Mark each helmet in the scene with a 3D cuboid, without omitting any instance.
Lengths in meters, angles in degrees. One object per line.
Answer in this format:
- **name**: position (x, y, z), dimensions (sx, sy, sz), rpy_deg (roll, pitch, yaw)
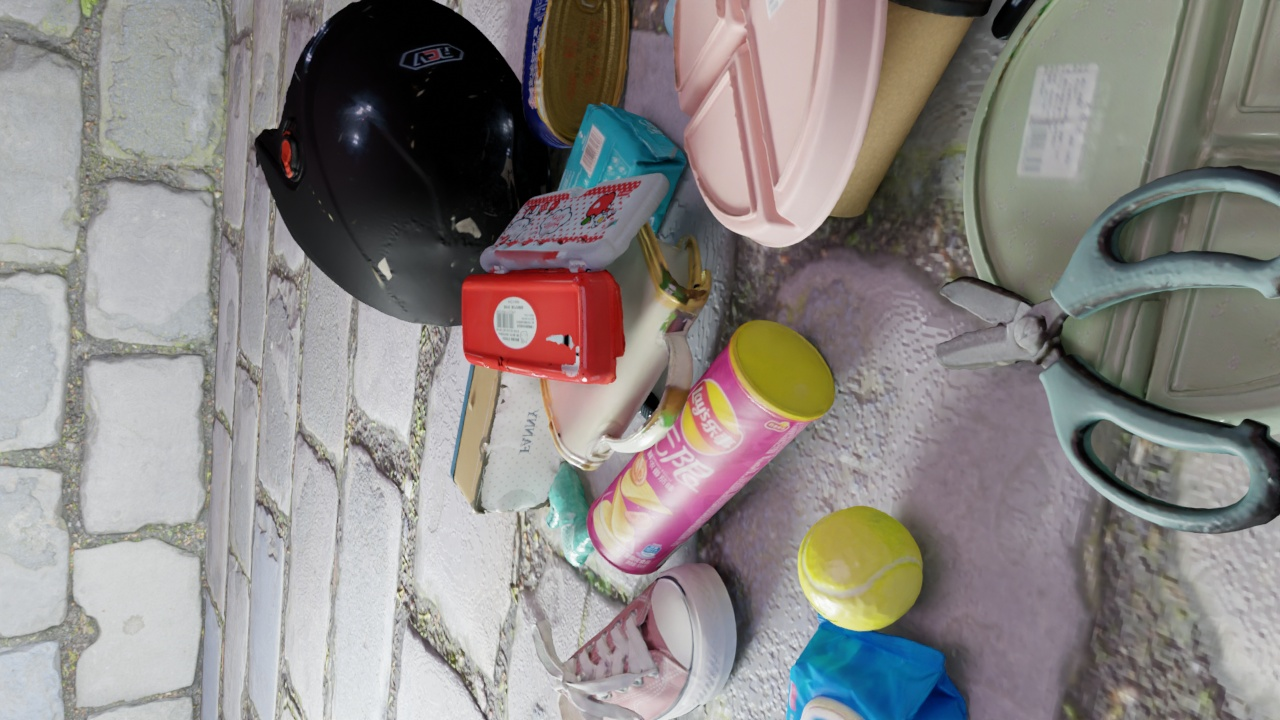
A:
- **helmet**: position (-0.190, -0.164, 0.803), dimensions (0.230, 0.232, 0.275), rpy_deg (44, 142, 33)

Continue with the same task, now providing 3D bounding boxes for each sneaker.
- **sneaker**: position (-0.017, 0.228, 0.670), dimensions (0.242, 0.087, 0.118), rpy_deg (-54, 47, 42)

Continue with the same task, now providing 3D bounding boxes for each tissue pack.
- **tissue pack**: position (0.121, 0.220, 0.498), dimensions (0.095, 0.052, 0.157), rpy_deg (12, 99, 55)
- **tissue pack**: position (-0.023, -0.124, 0.716), dimensions (0.093, 0.050, 0.134), rpy_deg (56, 134, 39)

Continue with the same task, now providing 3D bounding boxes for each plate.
- **plate**: position (0.059, -0.174, 0.481), dimensions (0.230, 0.028, 0.229), rpy_deg (175, 91, -74)
- **plate**: position (0.226, -0.084, 0.369), dimensions (0.231, 0.027, 0.230), rpy_deg (-3, 86, 56)

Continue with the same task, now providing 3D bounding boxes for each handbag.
- **handbag**: position (-0.004, 0.004, 0.634), dimensions (0.164, 0.063, 0.178), rpy_deg (-58, 27, 28)

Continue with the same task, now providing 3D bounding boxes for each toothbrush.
- **toothbrush**: position (-0.031, -0.003, 0.762), dimensions (0.189, 0.014, 0.018), rpy_deg (46, 136, 47)

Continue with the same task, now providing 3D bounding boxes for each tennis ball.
- **tennis ball**: position (0.118, 0.111, 0.493), dimensions (0.066, 0.065, 0.065), rpy_deg (-1, 89, 56)

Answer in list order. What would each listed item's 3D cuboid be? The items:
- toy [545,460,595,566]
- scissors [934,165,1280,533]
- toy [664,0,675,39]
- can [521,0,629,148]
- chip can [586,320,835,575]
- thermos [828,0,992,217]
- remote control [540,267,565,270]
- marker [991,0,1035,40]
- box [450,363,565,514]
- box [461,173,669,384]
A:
- **toy**: position (-0.060, 0.134, 0.791), dimensions (0.097, 0.030, 0.091), rpy_deg (117, 143, -45)
- **scissors**: position (0.192, 0.007, 0.377), dimensions (0.177, 0.019, 0.172), rpy_deg (-21, 73, 53)
- **toy**: position (0.064, -0.231, 0.591), dimensions (0.157, 0.049, 0.161), rpy_deg (129, 134, -56)
- **can**: position (-0.054, -0.247, 0.744), dimensions (0.049, 0.074, 0.148), rpy_deg (18, 104, 58)
- **chip can**: position (0.037, 0.065, 0.606), dimensions (0.211, 0.071, 0.071), rpy_deg (-52, 48, 42)
- **thermos**: position (0.117, -0.153, 0.483), dimensions (0.093, 0.093, 0.144), rpy_deg (56, 140, 40)
- **remote control**: position (-0.050, -0.055, 0.779), dimensions (0.136, 0.024, 0.053), rpy_deg (47, 128, 47)
- **marker**: position (0.200, -0.204, 0.419), dimensions (0.124, 0.015, 0.018), rpy_deg (-62, 38, 37)
- **box**: position (-0.107, 0.043, 0.808), dimensions (0.063, 0.089, 0.184), rpy_deg (36, 117, 51)
- **box**: position (-0.065, -0.061, 0.660), dimensions (0.201, 0.063, 0.160), rpy_deg (7, 80, 56)
